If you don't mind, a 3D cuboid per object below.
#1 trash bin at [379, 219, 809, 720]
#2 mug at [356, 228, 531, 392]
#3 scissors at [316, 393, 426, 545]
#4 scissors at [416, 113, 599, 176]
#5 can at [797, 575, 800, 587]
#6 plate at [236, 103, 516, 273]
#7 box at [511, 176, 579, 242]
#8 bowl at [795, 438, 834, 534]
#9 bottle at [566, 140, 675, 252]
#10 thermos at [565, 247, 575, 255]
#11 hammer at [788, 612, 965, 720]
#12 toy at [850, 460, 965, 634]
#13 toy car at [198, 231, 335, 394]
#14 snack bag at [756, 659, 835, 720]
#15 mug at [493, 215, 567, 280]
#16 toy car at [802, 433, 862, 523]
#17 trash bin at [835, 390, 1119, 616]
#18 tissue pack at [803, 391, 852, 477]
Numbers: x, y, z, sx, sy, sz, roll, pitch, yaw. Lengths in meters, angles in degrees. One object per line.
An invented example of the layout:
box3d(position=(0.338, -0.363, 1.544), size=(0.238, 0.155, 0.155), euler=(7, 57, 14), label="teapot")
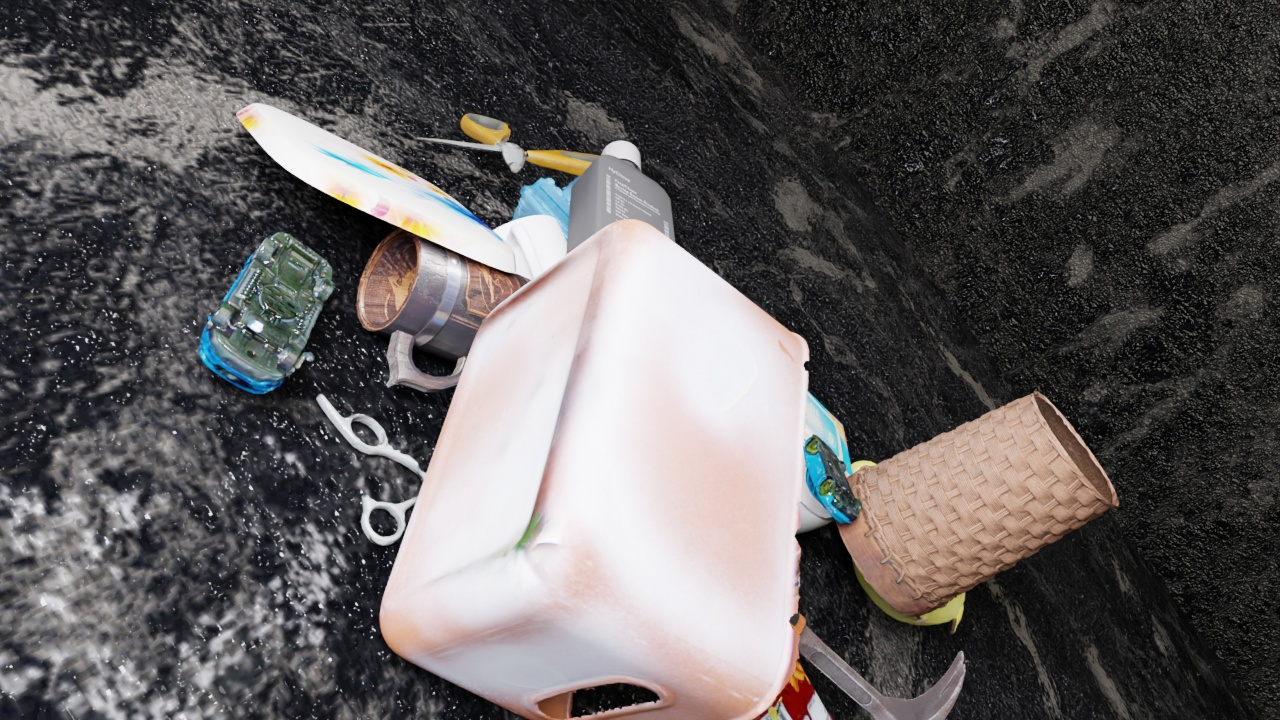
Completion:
box3d(position=(-0.022, 0.067, 0.535), size=(0.157, 0.182, 0.259), euler=(35, 46, -28), label="trash bin")
box3d(position=(-0.132, -0.023, 0.642), size=(0.107, 0.080, 0.115), euler=(23, 53, -44), label="mug")
box3d(position=(-0.132, 0.072, 0.585), size=(0.147, 0.014, 0.141), euler=(57, 28, 10), label="scissors")
box3d(position=(-0.103, -0.195, 0.854), size=(0.229, 0.016, 0.225), euler=(10, 22, -19), label="scissors")
box3d(position=(0.090, 0.165, 0.790), size=(0.096, 0.054, 0.054), euler=(55, 26, 6), label="can")
box3d(position=(-0.183, -0.126, 0.653), size=(0.186, 0.016, 0.187), euler=(22, 12, -43), label="plate")
box3d(position=(-0.002, -0.081, 0.841), size=(0.231, 0.094, 0.112), euler=(46, 65, 2), label="box")
box3d(position=(0.133, 0.121, 0.902), size=(0.116, 0.066, 0.116), euler=(39, 28, -26), label="bowl")
box3d(position=(-0.016, -0.124, 0.778), size=(0.083, 0.046, 0.173), euler=(27, 39, -27), label="bottle")
box3d(position=(-0.004, 0.004, 0.740), size=(0.240, 0.073, 0.073), euler=(63, 8, -53), label="thermos")
box3d(position=(0.115, 0.197, 0.736), size=(0.314, 0.138, 0.034), euler=(42, 24, -3), label="hammer")
box3d(position=(0.292, 0.212, 1.030), size=(0.149, 0.084, 0.213), euler=(21, 35, -14), label="toy")
box3d(position=(-0.216, -0.026, 0.535), size=(0.056, 0.044, 0.120), euler=(39, 27, -27), label="toy car")
box3d(position=(0.139, 0.314, 0.673), size=(0.208, 0.067, 0.138), euler=(53, 31, -4), label="snack bag")
box3d(position=(-0.086, -0.065, 0.737), size=(0.114, 0.081, 0.087), euler=(108, -42, -74), label="mug")
box3d(position=(0.177, 0.113, 0.868), size=(0.048, 0.032, 0.105), euler=(39, 23, -26), label="toy car")
box3d(position=(0.309, 0.127, 0.860), size=(0.151, 0.211, 0.151), euler=(36, 31, -26), label="trash bin")
box3d(position=(0.168, 0.078, 1.021), size=(0.209, 0.066, 0.116), euler=(42, 28, -24), label="tissue pack")
